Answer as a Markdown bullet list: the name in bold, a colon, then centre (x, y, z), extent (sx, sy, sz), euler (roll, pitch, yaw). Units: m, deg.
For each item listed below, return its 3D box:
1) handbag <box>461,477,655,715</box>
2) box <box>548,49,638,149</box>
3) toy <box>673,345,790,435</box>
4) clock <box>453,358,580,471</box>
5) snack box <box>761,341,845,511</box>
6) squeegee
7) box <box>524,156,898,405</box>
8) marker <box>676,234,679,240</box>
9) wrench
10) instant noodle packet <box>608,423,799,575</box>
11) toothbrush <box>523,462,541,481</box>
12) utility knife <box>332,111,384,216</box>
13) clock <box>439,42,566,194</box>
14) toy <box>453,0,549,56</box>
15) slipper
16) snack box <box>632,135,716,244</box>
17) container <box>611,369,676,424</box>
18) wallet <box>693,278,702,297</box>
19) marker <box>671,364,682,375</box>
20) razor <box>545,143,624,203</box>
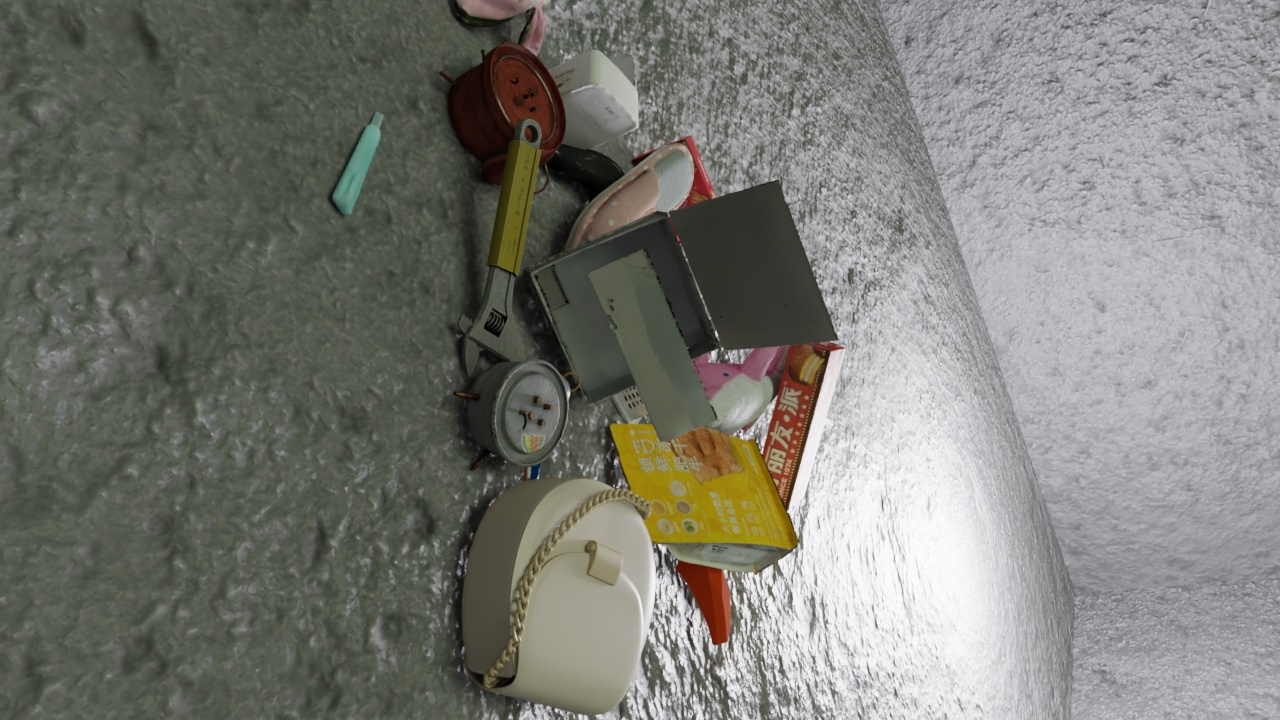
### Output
- **handbag**: centre (-0.076, 0.219, 0.876), extent (0.210, 0.104, 0.208), euler (37, 56, -45)
- **box**: centre (-0.057, -0.332, 1.100), extent (0.124, 0.109, 0.136), euler (33, 53, -49)
- **toy**: centre (0.117, 0.033, 1.249), extent (0.265, 0.128, 0.187), euler (-10, 129, -60)
- **clock**: centre (-0.109, 0.044, 0.895), extent (0.147, 0.056, 0.104), euler (-30, 119, -48)
- **snack box**: centre (0.226, 0.087, 1.313), extent (0.113, 0.060, 0.236), euler (-7, 112, -67)
- **squeegee**: centre (0.073, 0.252, 1.119), extent (0.249, 0.055, 0.184), euler (7, 64, -56)
- **box**: centre (0.064, -0.074, 0.937), extent (0.149, 0.370, 0.167), euler (-42, 113, -52)
- **marker**: centre (0.007, -0.158, 1.210), extent (0.144, 0.024, 0.021), euler (-15, 98, -58)
- **wrench**: centre (-0.130, -0.106, 0.909), extent (0.083, 0.018, 0.273), euler (16, 83, -46)
- **instant noodle packet**: centre (0.064, 0.159, 1.089), extent (0.221, 0.084, 0.162), euler (17, 42, -39)
- **toothbrush**: centre (-0.109, 0.070, 0.944), extent (0.021, 0.017, 0.135), euler (26, 56, -48)
- **utility knife**: centre (-0.249, -0.183, 0.826), extent (0.022, 0.015, 0.128), euler (49, 39, -42)
- **clock**: centre (-0.137, -0.252, 0.975), extent (0.158, 0.072, 0.120), euler (61, 34, -20)
- **toy**: centre (-0.127, -0.452, 1.043), extent (0.131, 0.106, 0.205), euler (34, 52, -51)
- **slipper**: centre (-0.001, -0.169, 1.105), extent (0.273, 0.054, 0.114), euler (-52, 142, -33)
- **snack box**: centre (0.054, -0.229, 1.251), extent (0.133, 0.089, 0.021), euler (64, 34, -17)
- **container**: centre (-0.007, 0.006, 1.098), extent (0.129, 0.050, 0.080), euler (62, 34, -21)
- **wallet**: centre (0.058, -0.060, 1.198), extent (0.032, 0.086, 0.116), euler (29, 44, 1)
- **marker**: centre (0.056, -0.015, 1.230), extent (0.025, 0.025, 0.125), euler (64, 33, -18)
- **razor**: centre (-0.069, -0.222, 1.097), extent (0.140, 0.053, 0.063), euler (17, 90, -49)
